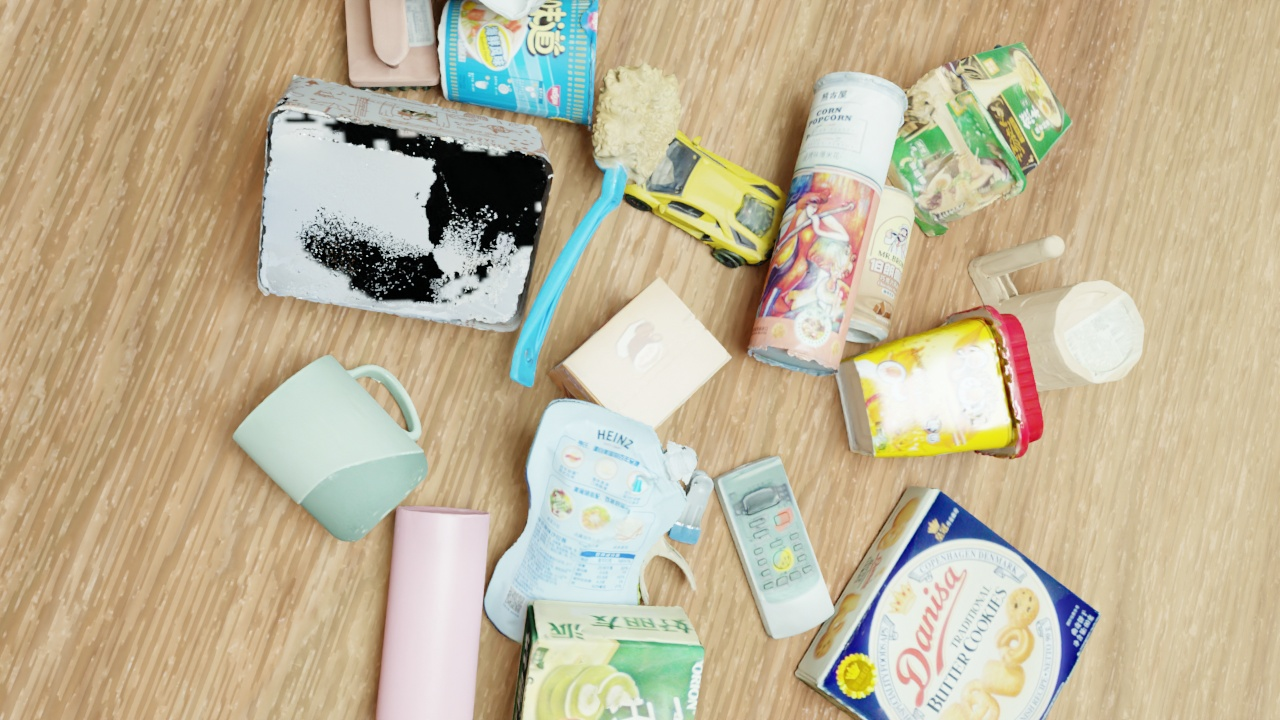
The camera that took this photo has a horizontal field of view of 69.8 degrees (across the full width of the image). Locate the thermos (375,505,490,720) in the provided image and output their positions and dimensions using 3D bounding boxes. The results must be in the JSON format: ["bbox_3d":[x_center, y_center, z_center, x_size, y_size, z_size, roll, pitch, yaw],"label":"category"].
[{"bbox_3d":[-0.134,0.202,0.628,0.087,0.067,0.198,1,83,12],"label":"thermos"}]

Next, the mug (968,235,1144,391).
[{"bbox_3d":[0.322,-0.035,0.732,0.084,0.104,0.124,-26,91,-13],"label":"mug"}]

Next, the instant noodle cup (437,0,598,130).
[{"bbox_3d":[-0.087,-0.223,0.670,0.110,0.099,0.099,4,84,-4],"label":"instant noodle cup"}]

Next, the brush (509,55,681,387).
[{"bbox_3d":[-0.036,-0.100,0.652,0.046,0.083,0.254,21,82,26],"label":"brush"}]

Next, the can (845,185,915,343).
[{"bbox_3d":[0.178,-0.076,0.727,0.058,0.058,0.116,16,82,-10],"label":"can"}]

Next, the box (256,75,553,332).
[{"bbox_3d":[-0.160,-0.112,0.648,0.181,0.157,0.149,9,118,-15],"label":"box"}]

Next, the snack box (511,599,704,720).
[{"bbox_3d":[-0.034,0.286,0.620,0.114,0.063,0.240,7,98,-12],"label":"snack box"}]

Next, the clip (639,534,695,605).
[{"bbox_3d":[0.016,0.126,0.681,0.076,0.034,0.103,-29,93,3],"label":"clip"}]

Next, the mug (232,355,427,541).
[{"bbox_3d":[-0.198,0.054,0.630,0.106,0.082,0.111,46,46,-5],"label":"mug"}]

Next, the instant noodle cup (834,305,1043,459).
[{"bbox_3d":[0.223,0.025,0.708,0.123,0.116,0.116,-11,88,-2],"label":"instant noodle cup"}]

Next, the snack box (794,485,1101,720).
[{"bbox_3d":[0.244,0.224,0.722,0.182,0.046,0.177,37,78,-8],"label":"snack box"}]

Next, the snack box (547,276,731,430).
[{"bbox_3d":[-0.004,0.004,0.663,0.092,0.094,0.077,-42,94,-12],"label":"snack box"}]

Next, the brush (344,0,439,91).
[{"bbox_3d":[-0.182,-0.269,0.660,0.063,0.073,0.145,-5,84,-12],"label":"brush"}]

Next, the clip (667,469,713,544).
[{"bbox_3d":[0.039,0.112,0.705,0.024,0.028,0.056,17,92,-8],"label":"clip"}]

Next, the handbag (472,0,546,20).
[{"bbox_3d":[-0.107,-0.311,0.618,0.145,0.196,0.099,28,119,-10],"label":"handbag"}]

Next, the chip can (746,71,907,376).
[{"bbox_3d":[0.138,-0.099,0.681,0.071,0.071,0.214,17,83,-10],"label":"chip can"}]

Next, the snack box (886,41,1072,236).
[{"bbox_3d":[0.272,-0.185,0.737,0.105,0.118,0.117,-32,92,-23],"label":"snack box"}]

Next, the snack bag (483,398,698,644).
[{"bbox_3d":[-0.036,0.119,0.628,0.110,0.038,0.191,21,113,2],"label":"snack bag"}]

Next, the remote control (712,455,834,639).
[{"bbox_3d":[0.104,0.145,0.712,0.056,0.019,0.135,-19,89,-13],"label":"remote control"}]

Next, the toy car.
[{"bbox_3d":[0.047,-0.130,0.714,0.156,0.041,0.071,29,79,-7],"label":"toy car"}]
